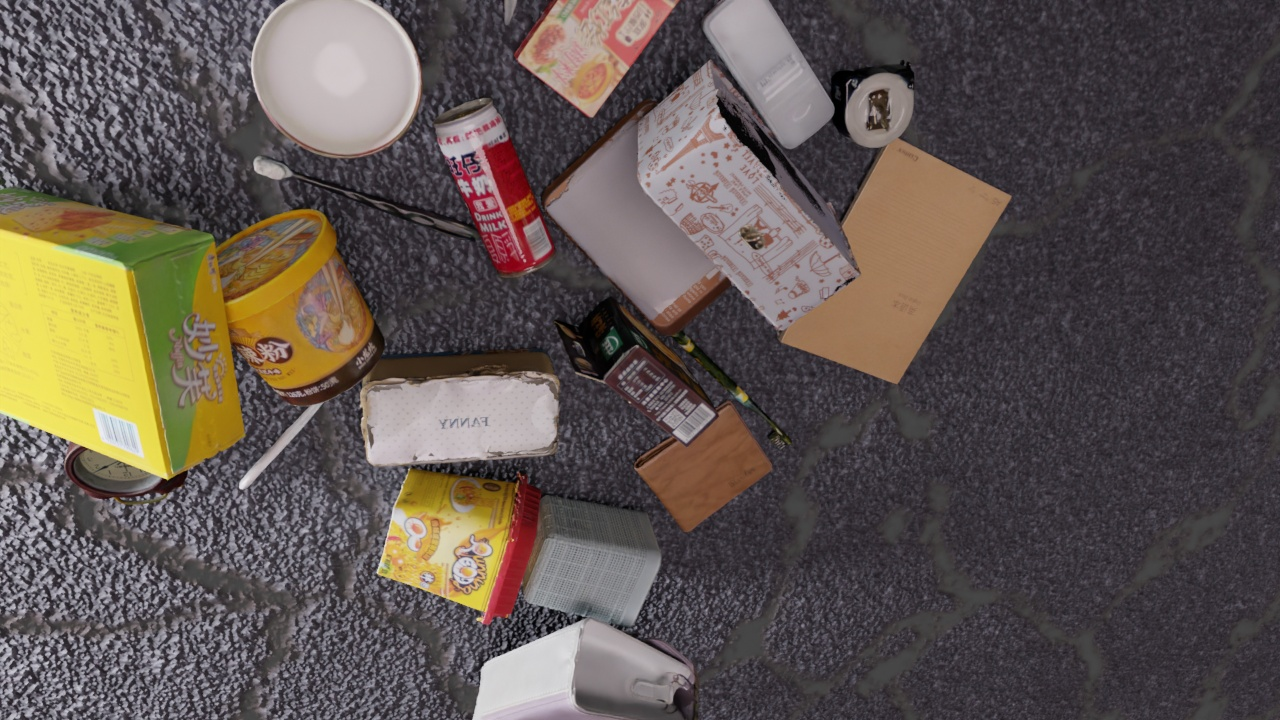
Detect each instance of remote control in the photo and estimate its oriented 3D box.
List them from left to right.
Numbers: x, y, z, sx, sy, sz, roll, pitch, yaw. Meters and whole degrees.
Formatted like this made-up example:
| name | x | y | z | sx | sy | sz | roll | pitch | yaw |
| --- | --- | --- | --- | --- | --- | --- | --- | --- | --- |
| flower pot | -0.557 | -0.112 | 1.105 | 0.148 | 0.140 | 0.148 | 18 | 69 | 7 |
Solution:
| name | x | y | z | sx | sy | sz | roll | pitch | yaw |
| --- | --- | --- | --- | --- | --- | --- | --- | --- | --- |
| remote control | 0.106 | -0.239 | 0.751 | 0.056 | 0.020 | 0.136 | -39 | 118 | 5 |

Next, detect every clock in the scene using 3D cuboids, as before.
| name | x | y | z | sx | sy | sz | roll | pitch | yaw |
| --- | --- | --- | --- | --- | --- | --- | --- | --- | --- |
| clock | -0.417 | 0.076 | 0.746 | 0.082 | 0.055 | 0.122 | -3 | 136 | -16 |

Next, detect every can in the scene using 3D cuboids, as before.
| name | x | y | z | sx | sy | sz | roll | pitch | yaw |
| --- | --- | --- | --- | --- | --- | --- | --- | --- | --- |
| can | -0.114 | -0.135 | 0.726 | 0.053 | 0.053 | 0.133 | -23 | 119 | -3 |

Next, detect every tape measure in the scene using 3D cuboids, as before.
| name | x | y | z | sx | sy | sz | roll | pitch | yaw |
| --- | --- | --- | --- | --- | --- | --- | --- | --- | --- |
| tape measure | 0.197 | -0.216 | 0.779 | 0.065 | 0.033 | 0.066 | -12 | 118 | -6 |

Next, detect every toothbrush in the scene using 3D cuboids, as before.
| name | x | y | z | sx | sy | sz | roll | pitch | yaw |
| --- | --- | --- | --- | --- | --- | --- | --- | --- | --- |
| toothbrush | -0.293 | 0.047 | 0.793 | 0.016 | 0.016 | 0.180 | 40 | 100 | -18 |
| toothbrush | -0.213 | -0.126 | 0.728 | 0.181 | 0.018 | 0.016 | 16 | 107 | -23 |
| toothbrush | 0.088 | 0.030 | 0.884 | 0.017 | 0.012 | 0.186 | -39 | 119 | 15 |

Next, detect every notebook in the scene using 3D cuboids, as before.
| name | x | y | z | sx | sy | sz | roll | pitch | yaw |
| --- | --- | --- | --- | --- | --- | --- | --- | --- | --- |
| notebook | 0.239 | -0.088 | 0.866 | 0.149 | 0.012 | 0.212 | 18 | 110 | -23 |

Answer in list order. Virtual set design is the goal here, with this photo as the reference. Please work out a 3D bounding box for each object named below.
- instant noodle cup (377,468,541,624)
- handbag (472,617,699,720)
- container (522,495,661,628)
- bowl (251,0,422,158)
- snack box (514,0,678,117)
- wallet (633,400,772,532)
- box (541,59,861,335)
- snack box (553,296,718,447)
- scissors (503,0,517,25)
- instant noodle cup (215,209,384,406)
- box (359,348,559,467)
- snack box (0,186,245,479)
| name | x | y | z | sx | sy | sz | roll | pitch | yaw |
| --- | --- | --- | --- | --- | --- | --- | --- | --- | --- |
| instant noodle cup | -0.164 | 0.159 | 0.834 | 0.123 | 0.116 | 0.116 | 16 | 111 | -8 |
| handbag | -0.056 | 0.327 | 0.903 | 0.145 | 0.098 | 0.198 | 29 | 141 | -24 |
| container | -0.052 | 0.191 | 0.885 | 0.111 | 0.090 | 0.090 | 16 | 110 | -18 |
| bowl | -0.216 | -0.208 | 0.660 | 0.113 | 0.062 | 0.114 | -6 | 116 | -13 |
| snack box | -0.022 | -0.270 | 0.700 | 0.075 | 0.025 | 0.153 | 33 | 104 | -25 |
| wallet | 0.065 | 0.106 | 0.913 | 0.115 | 0.020 | 0.101 | -35 | 120 | 1 |
| box | 0.035 | -0.105 | 0.738 | 0.194 | 0.156 | 0.183 | -37 | 117 | 21 |
| snack box | -0.005 | 0.005 | 0.789 | 0.053 | 0.113 | 0.125 | -45 | 118 | 8 |
| scissors | -0.077 | -0.367 | 0.645 | 0.222 | 0.021 | 0.211 | -27 | 116 | 6 |
| instant noodle cup | -0.266 | -0.037 | 0.706 | 0.118 | 0.118 | 0.114 | -25 | 128 | -2 |
| box | -0.163 | 0.041 | 0.800 | 0.184 | 0.059 | 0.090 | 0 | 115 | -12 |
| snack box | -0.385 | -0.024 | 0.641 | 0.210 | 0.069 | 0.158 | 14 | 118 | 23 |
